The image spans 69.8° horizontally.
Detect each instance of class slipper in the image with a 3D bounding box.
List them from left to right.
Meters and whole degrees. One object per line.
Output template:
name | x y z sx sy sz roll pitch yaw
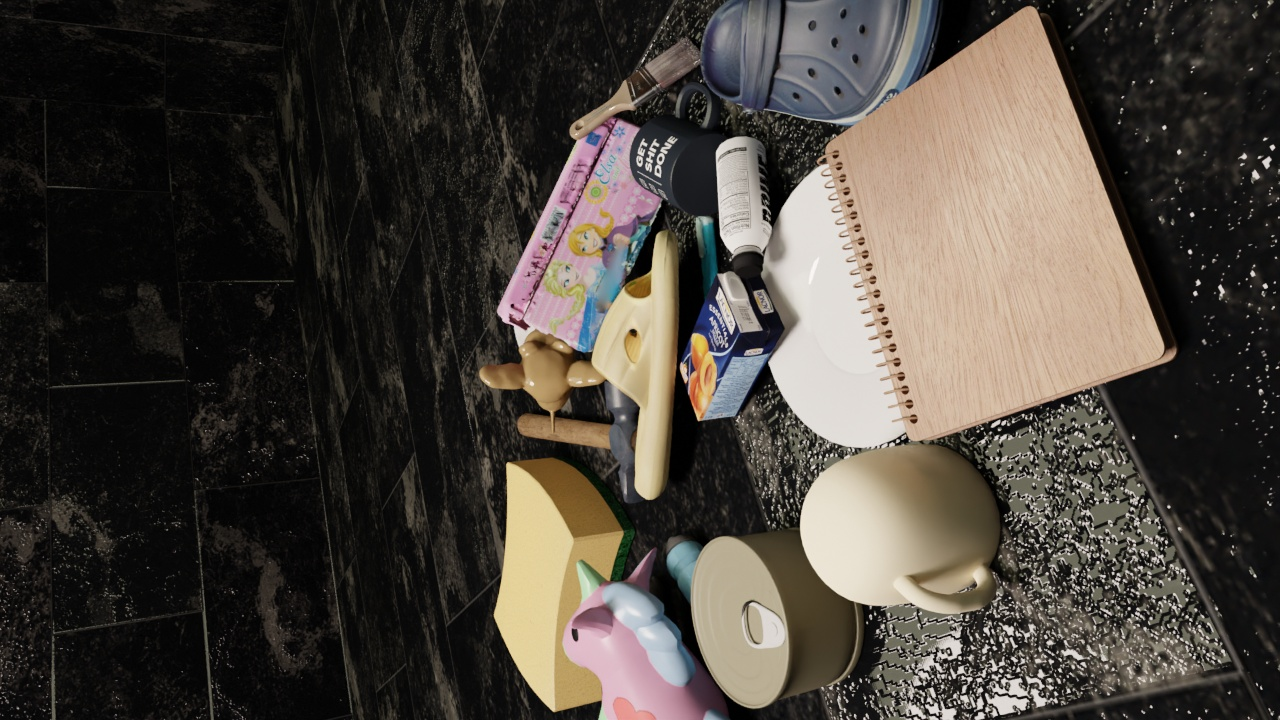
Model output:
slipper | -0.005 0.005 0.861 0.111 0.079 0.262 -78 -9 -72
slipper | 0.105 -0.225 0.656 0.253 0.095 0.105 26 112 62

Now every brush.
brush | -0.096 0.254 1.078 0.195 0.075 0.250 35 122 55
brush | -0.006 -0.251 0.862 0.151 0.012 0.038 -30 54 24

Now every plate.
plate | 0.154 -0.043 0.661 0.209 0.015 0.208 9 101 60

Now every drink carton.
drink carton | 0.073 -0.010 0.760 0.130 0.040 0.064 110 148 -52

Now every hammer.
hammer | -0.077 0.085 1.073 0.322 0.040 0.129 -1 96 62

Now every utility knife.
utility knife | 0.062 -0.070 0.827 0.022 0.015 0.124 -3 93 64

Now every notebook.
notebook | 0.196 -0.072 0.549 0.170 0.022 0.210 -29 67 46

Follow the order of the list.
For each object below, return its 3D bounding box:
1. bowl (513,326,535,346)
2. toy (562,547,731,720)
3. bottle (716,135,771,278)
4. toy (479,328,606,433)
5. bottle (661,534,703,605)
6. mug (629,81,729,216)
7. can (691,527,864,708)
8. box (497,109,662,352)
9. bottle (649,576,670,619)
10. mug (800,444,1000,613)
bowl | -0.101 -0.056 1.070 0.113 0.063 0.113 11 103 60
toy | 0.016 0.288 0.828 0.222 0.119 0.171 34 131 23
bottle | 0.083 -0.121 0.731 0.041 0.041 0.115 140 135 -55
toy | -0.097 0.014 0.982 0.108 0.134 0.105 90 178 -69
bottle | 0.059 0.205 0.831 0.130 0.040 0.040 50 134 47
mug | 0.042 -0.186 0.793 0.077 0.071 0.105 42 125 52
can | 0.104 0.196 0.714 0.128 0.073 0.128 9 101 61
box | -0.049 -0.124 0.930 0.086 0.105 0.230 105 -170 -87
bottle | 0.015 0.274 0.920 0.036 0.036 0.109 -38 60 56
mug | 0.161 0.112 0.575 0.120 0.099 0.096 53 137 45
